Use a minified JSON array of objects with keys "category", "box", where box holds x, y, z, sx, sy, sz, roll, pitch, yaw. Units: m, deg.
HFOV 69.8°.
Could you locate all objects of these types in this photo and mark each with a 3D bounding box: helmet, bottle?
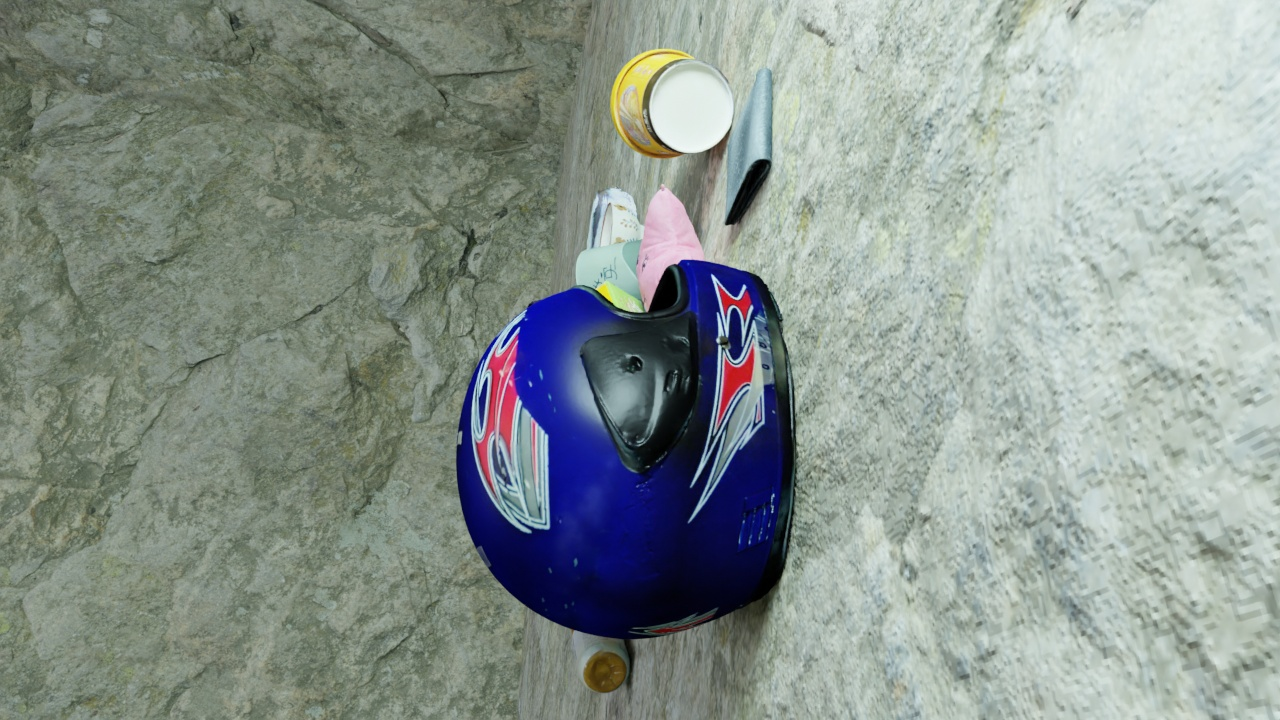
[{"category":"helmet","box":[-0.020,0.054,0.722,0.248,0.240,0.314,113,161,-55]},{"category":"bottle","box":[-0.058,0.372,1.222,0.189,0.068,0.068,-138,55,-78]}]

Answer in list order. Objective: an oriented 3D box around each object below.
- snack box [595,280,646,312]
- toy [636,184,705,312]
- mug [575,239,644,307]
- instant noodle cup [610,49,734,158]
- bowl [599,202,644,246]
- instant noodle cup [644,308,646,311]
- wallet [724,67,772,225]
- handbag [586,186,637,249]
[{"category":"snack box","box":[-0.043,0.046,0.953,0.158,0.070,0.209,-35,55,20]},{"category":"toy","box":[0.031,-0.106,0.988,0.194,0.074,0.179,-107,12,-63]},{"category":"mug","box":[-0.012,-0.090,1.128,0.082,0.106,0.112,-21,-78,-65]},{"category":"instant noodle cup","box":[0.038,-0.273,0.983,0.114,0.118,0.118,-134,51,-67]},{"category":"bowl","box":[-0.027,-0.188,1.440,0.113,0.062,0.113,-176,91,-80]},{"category":"instant noodle cup","box":[-0.004,0.003,1.080,0.111,0.111,0.120,107,172,-47]},{"category":"wallet","box":[0.099,-0.194,0.848,0.121,0.019,0.097,116,160,-67]},{"category":"handbag","box":[-0.059,-0.188,1.583,0.134,0.075,0.194,-99,19,-59]}]
